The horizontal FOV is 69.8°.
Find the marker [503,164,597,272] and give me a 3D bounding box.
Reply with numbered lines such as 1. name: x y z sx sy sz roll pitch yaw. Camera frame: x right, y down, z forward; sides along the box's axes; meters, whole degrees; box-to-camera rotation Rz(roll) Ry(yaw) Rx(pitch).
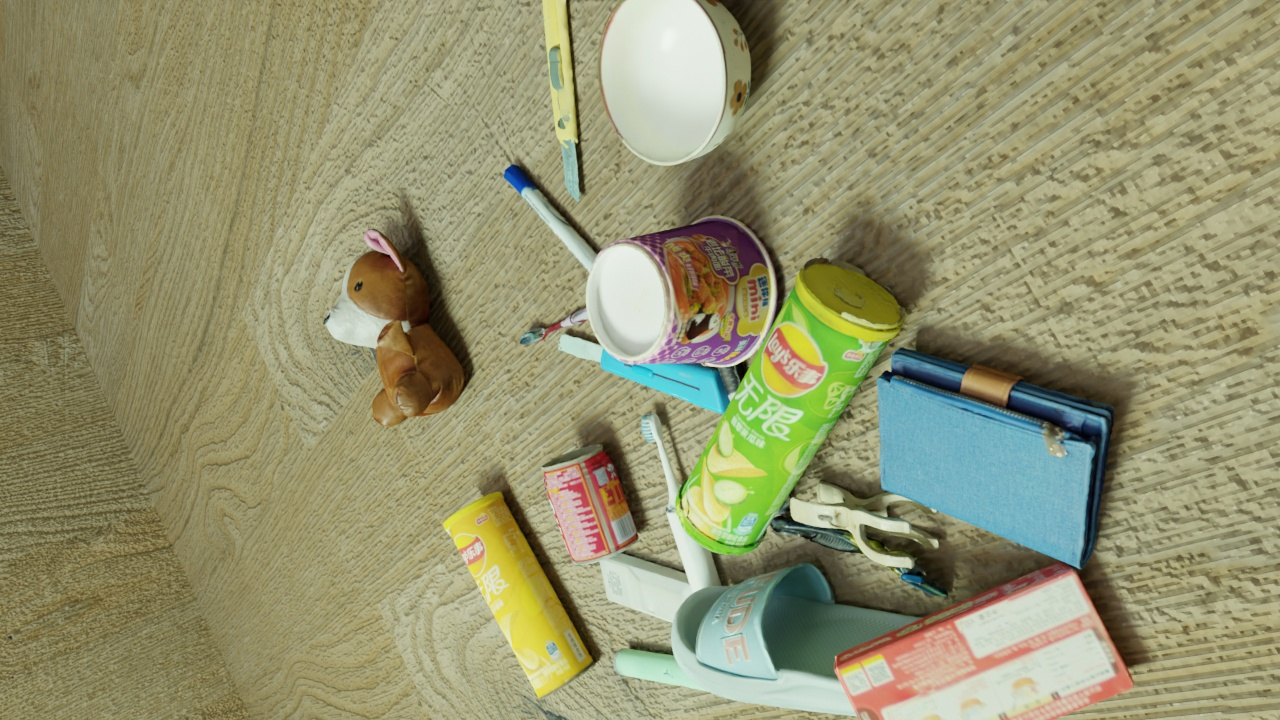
1. marker: -0.071 -0.117 0.789 0.146 0.016 0.017 49 137 22

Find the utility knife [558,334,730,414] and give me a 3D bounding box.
1. utility knife: -0.005 0.005 0.771 0.207 0.018 0.034 17 120 45

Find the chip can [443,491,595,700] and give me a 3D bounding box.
1. chip can: -0.129 0.247 0.978 0.213 0.071 0.072 58 139 10

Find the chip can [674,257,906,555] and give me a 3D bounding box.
1. chip can: 0.092 0.040 0.619 0.072 0.072 0.222 44 128 26

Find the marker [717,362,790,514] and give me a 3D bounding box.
1. marker: 0.086 0.054 0.692 0.023 0.018 0.130 -20 91 56

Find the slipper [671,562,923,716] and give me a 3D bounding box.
1. slipper: 0.116 0.194 0.659 0.246 0.103 0.074 -5 109 44

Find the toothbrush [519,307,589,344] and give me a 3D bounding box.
1. toothbrush: -0.055 -0.038 0.806 0.188 0.017 0.016 -18 94 51

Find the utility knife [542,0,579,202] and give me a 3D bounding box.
1. utility knife: -0.061 -0.225 0.735 0.031 0.020 0.195 20 126 49

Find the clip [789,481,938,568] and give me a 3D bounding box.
1. clip: 0.162 0.104 0.632 0.104 0.080 0.035 21 125 62

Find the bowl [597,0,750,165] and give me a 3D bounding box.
1. bowl: 0.031 -0.191 0.607 0.113 0.062 0.114 24 125 39

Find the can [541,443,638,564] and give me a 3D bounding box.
1. can: -0.047 0.129 0.835 0.067 0.066 0.094 -15 96 50

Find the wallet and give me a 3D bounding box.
1. wallet: 0.205 0.055 0.545 0.133 0.040 0.106 20 130 41

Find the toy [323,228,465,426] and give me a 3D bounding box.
1. toy: -0.268 -0.032 0.975 0.140 0.130 0.199 -21 81 56

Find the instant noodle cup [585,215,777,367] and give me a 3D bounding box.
1. instant noodle cup: 0.024 -0.044 0.642 0.112 0.099 0.111 10 105 43

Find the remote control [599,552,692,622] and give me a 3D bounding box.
1. remote control: 0.010 0.211 0.843 0.125 0.024 0.049 4 110 48

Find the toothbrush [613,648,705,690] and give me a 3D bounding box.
1. toothbrush: 0.052 0.283 0.827 0.225 0.026 0.027 -13 76 49

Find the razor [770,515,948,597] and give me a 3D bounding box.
1. razor: 0.150 0.132 0.654 0.143 0.042 0.022 13 75 48

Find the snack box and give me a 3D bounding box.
1. snack box: 0.201 0.185 0.547 0.153 0.025 0.075 -27 86 10

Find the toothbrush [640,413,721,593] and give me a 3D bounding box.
1. toothbrush: 0.042 0.149 0.777 0.026 0.026 0.221 -15 96 32
